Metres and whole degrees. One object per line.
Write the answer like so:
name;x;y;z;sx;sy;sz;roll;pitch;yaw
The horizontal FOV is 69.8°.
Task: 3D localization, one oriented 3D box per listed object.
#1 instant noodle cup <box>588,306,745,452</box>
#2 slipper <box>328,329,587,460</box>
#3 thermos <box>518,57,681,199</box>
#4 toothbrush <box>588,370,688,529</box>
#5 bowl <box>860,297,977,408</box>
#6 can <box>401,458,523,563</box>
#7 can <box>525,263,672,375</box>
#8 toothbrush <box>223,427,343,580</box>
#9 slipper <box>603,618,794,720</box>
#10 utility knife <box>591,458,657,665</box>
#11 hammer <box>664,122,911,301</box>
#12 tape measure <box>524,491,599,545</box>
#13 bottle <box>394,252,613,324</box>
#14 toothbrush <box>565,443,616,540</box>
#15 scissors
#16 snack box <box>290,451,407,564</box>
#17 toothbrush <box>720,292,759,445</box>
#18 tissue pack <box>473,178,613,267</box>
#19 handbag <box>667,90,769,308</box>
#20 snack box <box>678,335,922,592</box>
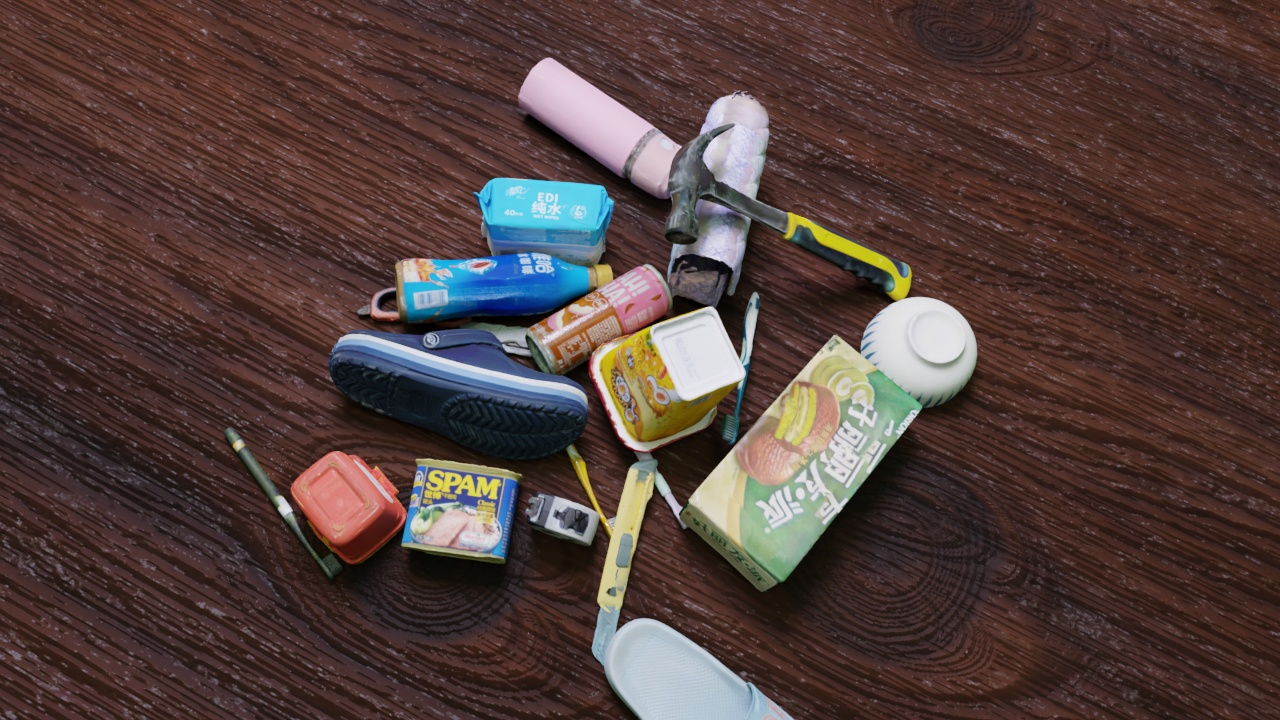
instant noodle cup;0.029;0.012;0.872;0.115;0.124;0.116;-20;80;-28
slipper;-0.171;0.021;0.892;0.253;0.105;0.095;14;53;0
thermos;-0.032;-0.257;1.014;0.198;0.067;0.087;34;43;9
toothbrush;0.000;0.083;0.916;0.021;0.029;0.189;-42;73;30
bowl;0.292;-0.015;0.943;0.116;0.066;0.116;1;71;-3
can;-0.168;0.143;0.867;0.102;0.057;0.083;8;73;0
can;-0.042;-0.040;0.929;0.147;0.058;0.058;-31;75;-17
toothbrush;-0.345;0.135;0.884;0.017;0.012;0.186;-36;76;-20
slipper;0.070;0.323;0.809;0.245;0.074;0.104;41;72;12
utility knife;-0.018;0.188;0.875;0.031;0.021;0.198;16;83;-12
hammer;0.157;-0.130;0.900;0.322;0.032;0.126;17;73;-35
tape measure;-0.073;0.150;0.864;0.066;0.066;0.033;17;75;5
bottle;-0.136;-0.077;0.935;0.218;0.065;0.065;-6;71;-17
toothbrush;-0.060;0.098;0.911;0.018;0.016;0.191;-20;73;-21
scissors;-0.182;-0.016;0.944;0.197;0.015;0.205;-40;77;-16
snack box;-0.272;0.132;0.852;0.082;0.080;0.091;-41;77;-16
toothbrush;0.102;0.003;0.928;0.018;0.016;0.191;24;54;-15
tissue pack;-0.099;-0.145;0.953;0.140;0.090;0.063;3;69;-3
handbag;0.082;-0.159;0.946;0.075;0.134;0.193;12;72;1
snack box;0.156;0.096;0.888;0.114;0.063;0.239;42;68;9
